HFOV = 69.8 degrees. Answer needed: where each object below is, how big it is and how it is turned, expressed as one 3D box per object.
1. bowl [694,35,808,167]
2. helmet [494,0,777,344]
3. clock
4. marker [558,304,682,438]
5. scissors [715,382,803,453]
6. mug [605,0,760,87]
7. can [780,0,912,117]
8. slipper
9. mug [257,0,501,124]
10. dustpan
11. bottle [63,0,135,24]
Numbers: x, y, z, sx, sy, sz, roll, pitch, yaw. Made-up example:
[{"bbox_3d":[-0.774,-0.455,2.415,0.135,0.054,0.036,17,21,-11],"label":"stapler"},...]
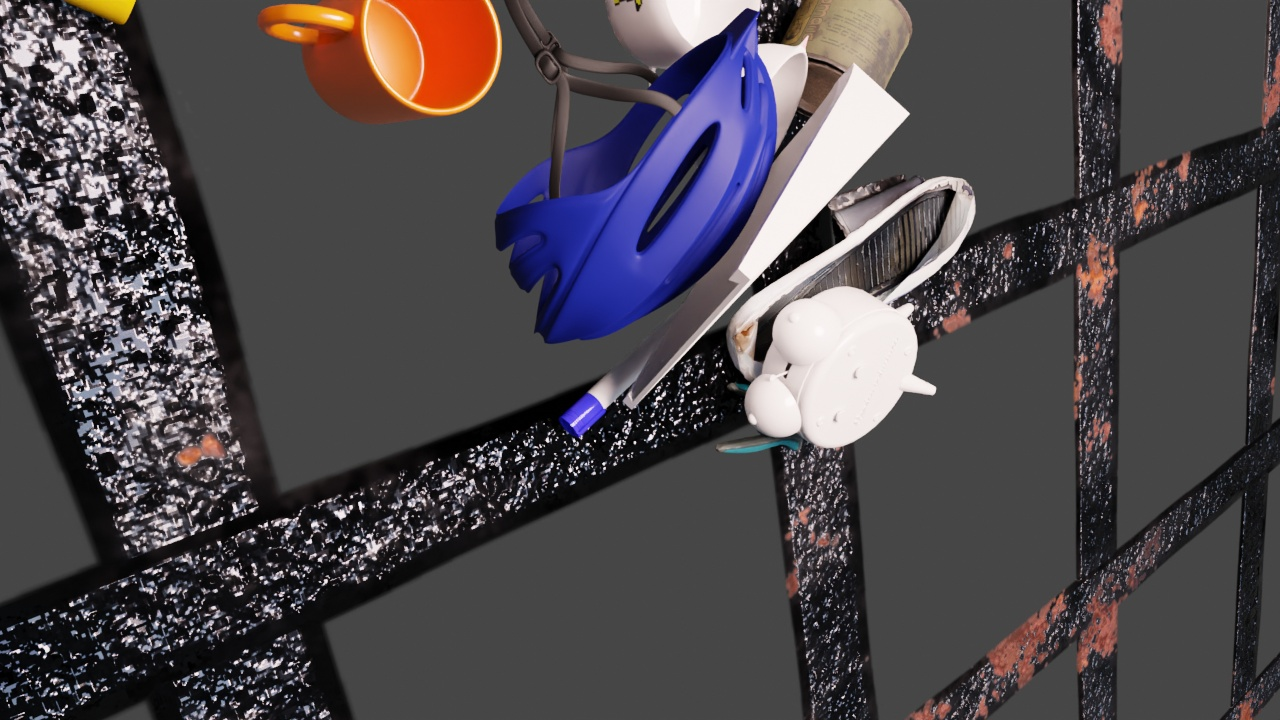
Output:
[{"bbox_3d":[0.071,-0.181,0.670,0.114,0.050,0.115,-53,164,-23],"label":"bowl"},{"bbox_3d":[-0.033,-0.138,0.563,0.227,0.147,0.242,39,106,-19],"label":"helmet"},{"bbox_3d":[0.163,0.010,0.735,0.160,0.073,0.125,-1,119,-39],"label":"clock"},{"bbox_3d":[-0.004,0.004,0.687,0.141,0.020,0.020,-43,121,-23],"label":"marker"},{"bbox_3d":[0.117,0.053,0.790,0.154,0.019,0.126,-40,122,-26],"label":"scissors"},{"bbox_3d":[0.027,-0.240,0.631,0.094,0.068,0.115,3,97,-38],"label":"mug"},{"bbox_3d":[0.154,-0.238,0.714,0.090,0.090,0.074,33,79,-37],"label":"can"},{"bbox_3d":[0.173,-0.082,0.775,0.263,0.063,0.111,-37,139,-13],"label":"slipper"},{"bbox_3d":[-0.147,-0.172,0.495,0.112,0.096,0.077,-1,100,-37],"label":"mug"},{"bbox_3d":[0.083,-0.100,0.632,0.053,0.192,0.257,43,59,2],"label":"dustpan"},{"bbox_3d":[-0.301,-0.202,0.406,0.143,0.043,0.043,18,88,-38],"label":"bottle"}]
